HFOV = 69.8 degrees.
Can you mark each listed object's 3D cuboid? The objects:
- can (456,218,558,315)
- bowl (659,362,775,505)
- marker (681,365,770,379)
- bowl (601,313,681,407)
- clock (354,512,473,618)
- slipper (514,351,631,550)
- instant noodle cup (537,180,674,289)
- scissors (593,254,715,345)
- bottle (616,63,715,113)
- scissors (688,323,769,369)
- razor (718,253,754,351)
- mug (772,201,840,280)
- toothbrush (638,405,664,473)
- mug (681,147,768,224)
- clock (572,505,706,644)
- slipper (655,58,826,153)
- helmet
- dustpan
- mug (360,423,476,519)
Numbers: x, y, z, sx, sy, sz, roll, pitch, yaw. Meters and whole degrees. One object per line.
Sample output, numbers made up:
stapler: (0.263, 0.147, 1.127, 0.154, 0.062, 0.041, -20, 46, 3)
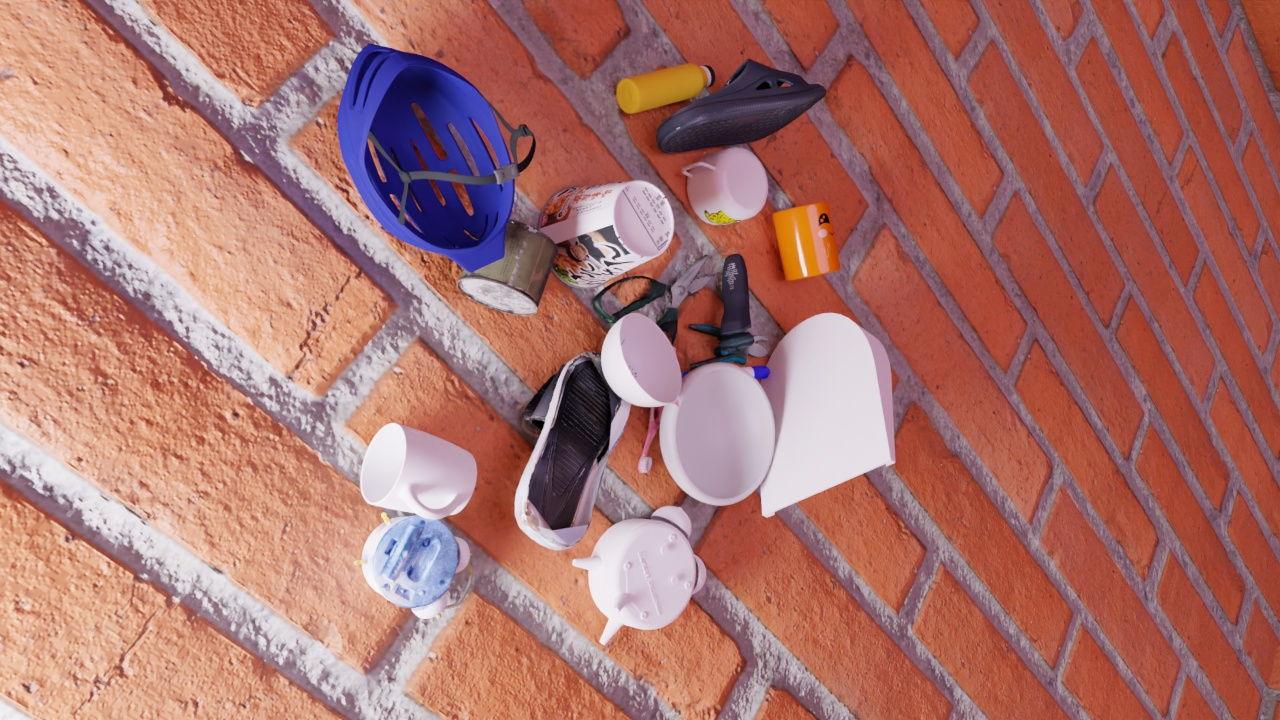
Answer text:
can: (-0.141, -0.100, 0.979, 0.089, 0.090, 0.074, 27, 70, -33)
bowl: (0.086, 0.092, 1.154, 0.176, 0.066, 0.176, 3, 85, -37)
marker: (0.114, 0.020, 1.210, 0.141, 0.020, 0.020, -4, 89, -38)
bowl: (-0.006, 0.006, 1.073, 0.114, 0.051, 0.114, 36, 41, -39)
clock: (-0.220, 0.207, 0.922, 0.125, 0.052, 0.088, 40, 64, -28)
slipper: (-0.082, 0.093, 1.020, 0.111, 0.063, 0.263, 43, 41, -27)
instant noodle cup: (-0.033, -0.150, 1.045, 0.123, 0.122, 0.123, 3, 85, -37)
scissors: (0.019, -0.088, 1.150, 0.137, 0.015, 0.209, 48, 61, -23)
bottle: (0.036, -0.348, 1.161, 0.143, 0.043, 0.043, -26, 102, -36)
scissors: (0.113, -0.018, 1.214, 0.154, 0.019, 0.126, -50, 117, -30)
razor: (0.124, -0.077, 1.200, 0.052, 0.047, 0.142, 41, 45, -56)
mug: (0.237, -0.168, 1.292, 0.112, 0.078, 0.096, -25, 104, -68)
toothbrush: (0.017, 0.074, 1.135, 0.021, 0.016, 0.135, 20, 75, -36)
mug: (0.106, -0.230, 1.191, 0.115, 0.068, 0.094, 20, 75, -35)
clock: (0.010, 0.250, 1.081, 0.160, 0.073, 0.125, -25, 102, -36)
slipper: (0.122, -0.336, 1.200, 0.267, 0.111, 0.083, -20, 83, -32)
helmet: (-0.188, -0.204, 0.865, 0.147, 0.228, 0.241, -29, 101, -27)
dustpan: (0.240, 0.061, 1.184, 0.053, 0.192, 0.257, 29, 45, -32)
mug: (-0.210, 0.120, 0.900, 0.087, 0.114, 0.081, 23, 106, -40)
